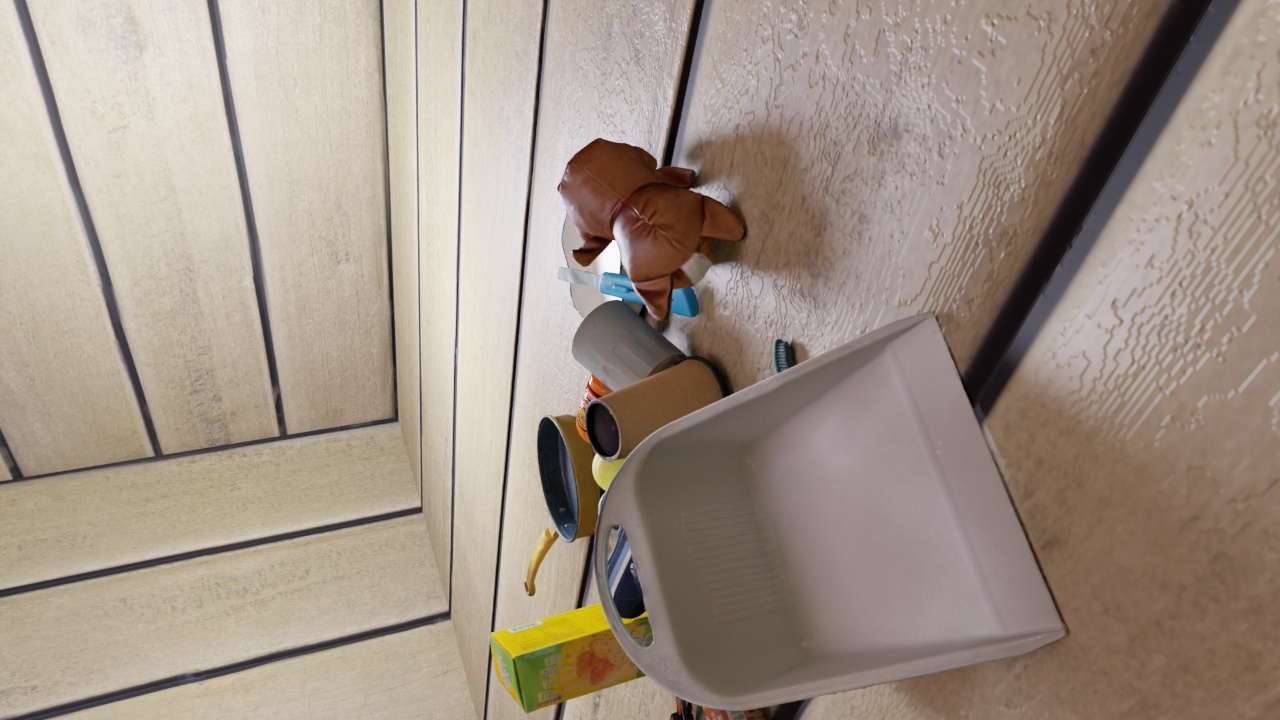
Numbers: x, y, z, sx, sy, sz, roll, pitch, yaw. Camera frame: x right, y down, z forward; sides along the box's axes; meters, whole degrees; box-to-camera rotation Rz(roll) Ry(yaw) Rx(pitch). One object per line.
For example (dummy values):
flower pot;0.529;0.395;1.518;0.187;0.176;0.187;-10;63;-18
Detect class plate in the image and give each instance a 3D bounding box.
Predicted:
plate;-0.044;-0.127;1.112;0.205;0.045;0.205;170;90;-69

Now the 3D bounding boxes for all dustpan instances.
dustpan;0.095;0.119;0.619;0.259;0.142;0.222;-37;62;46

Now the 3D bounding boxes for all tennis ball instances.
tennis ball;-0.027;0.134;1.142;0.066;0.065;0.065;171;90;-69

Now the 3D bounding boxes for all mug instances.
mug;-0.006;0.006;1.002;0.103;0.083;0.124;40;166;30

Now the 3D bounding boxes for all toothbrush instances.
toothbrush;0.132;0.076;0.785;0.018;0.016;0.191;-3;96;58

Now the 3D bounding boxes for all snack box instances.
snack box;-0.067;0.356;1.136;0.158;0.209;0.070;162;97;-70

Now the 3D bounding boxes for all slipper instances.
slipper;0.025;0.217;1.016;0.095;0.104;0.253;44;147;23

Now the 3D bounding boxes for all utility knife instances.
utility knife;-0.022;-0.081;1.006;0.223;0.018;0.034;16;124;45

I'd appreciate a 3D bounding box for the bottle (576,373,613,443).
bottle;-0.041;0.041;1.138;0.150;0.066;0.066;102;151;-44

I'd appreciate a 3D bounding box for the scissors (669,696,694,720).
scissors;0.053;0.394;0.992;0.221;0.021;0.232;96;163;-51

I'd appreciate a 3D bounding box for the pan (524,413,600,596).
pan;-0.138;0.245;1.450;0.197;0.078;0.358;-122;31;-46

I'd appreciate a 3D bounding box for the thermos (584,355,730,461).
thermos;0.020;0.051;0.902;0.093;0.143;0.093;27;124;49

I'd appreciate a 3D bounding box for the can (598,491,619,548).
can;-0.022;0.192;1.118;0.147;0.058;0.058;97;158;-70

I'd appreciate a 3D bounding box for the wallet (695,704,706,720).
wallet;0.087;0.432;1.014;0.106;0.037;0.130;-113;23;-58

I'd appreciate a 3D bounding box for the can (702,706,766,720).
can;0.109;0.395;0.910;0.058;0.057;0.147;112;144;-53

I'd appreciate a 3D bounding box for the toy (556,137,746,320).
toy;0.007;-0.130;0.887;0.140;0.130;0.199;-54;47;7
